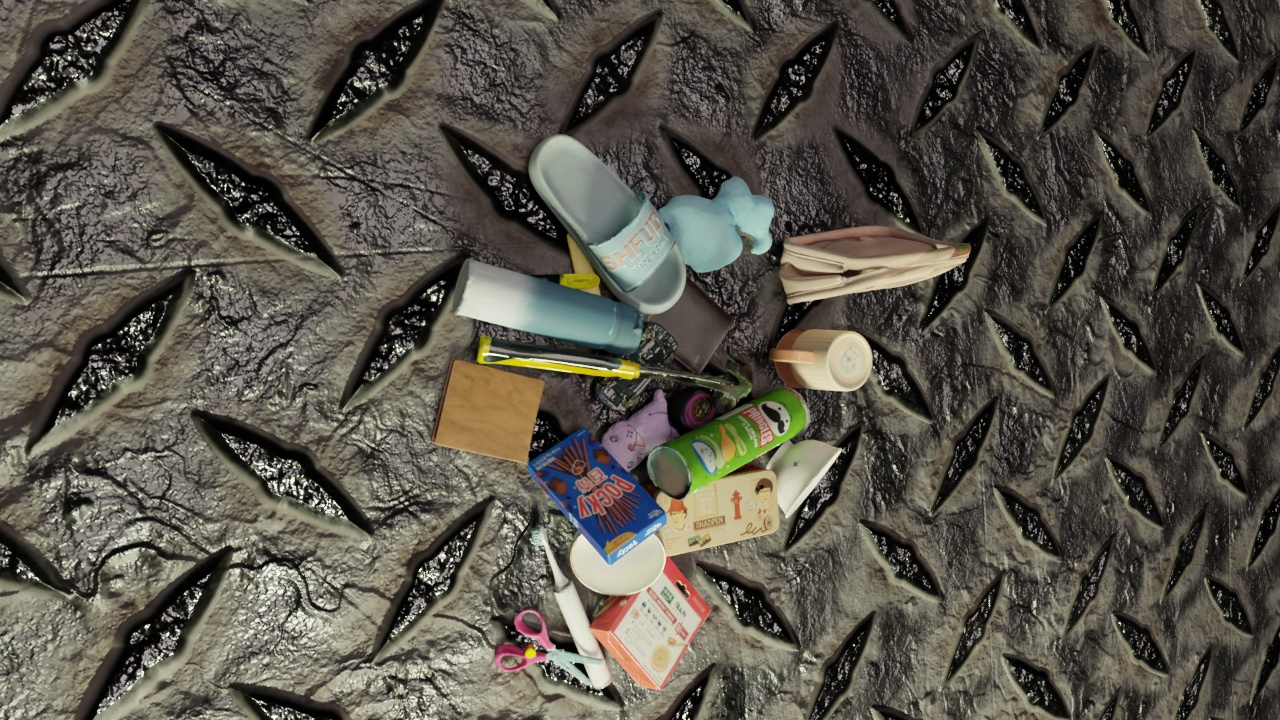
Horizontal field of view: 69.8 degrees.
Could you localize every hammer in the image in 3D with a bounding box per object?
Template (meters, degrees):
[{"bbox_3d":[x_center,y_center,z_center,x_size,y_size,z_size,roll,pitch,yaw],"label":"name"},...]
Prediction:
[{"bbox_3d":[-0.025,0.007,1.058,0.323,0.126,0.031,8,63,-12],"label":"hammer"}]

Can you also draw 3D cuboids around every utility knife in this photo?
[{"bbox_3d":[-0.062,-0.097,1.104,0.030,0.019,0.173,-17,101,-31],"label":"utility knife"}]

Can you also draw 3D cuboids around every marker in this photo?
[{"bbox_3d":[-0.107,-0.092,1.073,0.124,0.015,0.018,-3,94,-20],"label":"marker"}]

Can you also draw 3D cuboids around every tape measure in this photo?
[{"bbox_3d":[0.065,0.062,1.169,0.057,0.039,0.057,2,98,-35],"label":"tape measure"}]

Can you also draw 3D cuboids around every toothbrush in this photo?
[{"bbox_3d":[-0.084,0.297,1.105,0.026,0.026,0.221,-17,104,15],"label":"toothbrush"}]

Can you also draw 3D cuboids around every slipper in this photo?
[{"bbox_3d":[-0.030,-0.165,1.074,0.245,0.074,0.103,48,69,-12],"label":"slipper"}]

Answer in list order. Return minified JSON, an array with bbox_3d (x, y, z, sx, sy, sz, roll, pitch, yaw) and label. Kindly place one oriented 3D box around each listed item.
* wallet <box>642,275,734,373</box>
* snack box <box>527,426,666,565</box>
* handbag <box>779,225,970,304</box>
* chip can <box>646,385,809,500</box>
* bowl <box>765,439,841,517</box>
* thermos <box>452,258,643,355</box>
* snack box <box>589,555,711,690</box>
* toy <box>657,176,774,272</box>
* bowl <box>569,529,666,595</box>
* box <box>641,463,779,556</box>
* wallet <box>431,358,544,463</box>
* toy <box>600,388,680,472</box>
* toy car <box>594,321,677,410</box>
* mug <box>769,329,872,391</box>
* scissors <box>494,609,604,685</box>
[{"bbox_3d":[0.053,-0.052,1.169,0.122,0.020,0.096,40,74,-22],"label":"wallet"},{"bbox_3d":[-0.051,0.152,1.055,0.084,0.157,0.026,-33,148,-23],"label":"snack box"},{"bbox_3d":[0.314,-0.127,1.183,0.193,0.234,0.093,-11,99,-28],"label":"handbag"},{"bbox_3d":[0.114,0.100,1.147,0.235,0.072,0.072,-21,102,-40],"label":"chip can"},{"bbox_3d":[0.207,0.145,1.227,0.065,0.118,0.118,38,70,16],"label":"bowl"},{"bbox_3d":[-0.101,-0.056,1.045,0.220,0.070,0.070,15,85,-22],"label":"thermos"},{"bbox_3d":[0.014,0.321,1.141,0.113,0.044,0.126,54,54,-20],"label":"snack box"},{"bbox_3d":[0.096,-0.169,1.167,0.161,0.050,0.156,33,73,-22],"label":"toy"},{"bbox_3d":[-0.027,0.219,1.101,0.113,0.062,0.114,0,119,0],"label":"bowl"},{"bbox_3d":[0.084,0.184,1.171,0.168,0.079,0.091,-8,97,-22],"label":"box"},{"bbox_3d":[-0.173,0.059,1.051,0.115,0.020,0.101,14,84,-26],"label":"wallet"},{"bbox_3d":[-0.001,0.096,1.134,0.107,0.039,0.084,-32,104,-24],"label":"toy"},{"bbox_3d":[-0.007,0.007,1.128,0.054,0.037,0.120,42,85,-22],"label":"toy car"},{"bbox_3d":[0.231,-0.003,1.217,0.114,0.106,0.081,7,89,-29],"label":"mug"},{"bbox_3d":[-0.102,0.340,1.091,0.137,0.017,0.096,13,91,-16],"label":"scissors"}]
